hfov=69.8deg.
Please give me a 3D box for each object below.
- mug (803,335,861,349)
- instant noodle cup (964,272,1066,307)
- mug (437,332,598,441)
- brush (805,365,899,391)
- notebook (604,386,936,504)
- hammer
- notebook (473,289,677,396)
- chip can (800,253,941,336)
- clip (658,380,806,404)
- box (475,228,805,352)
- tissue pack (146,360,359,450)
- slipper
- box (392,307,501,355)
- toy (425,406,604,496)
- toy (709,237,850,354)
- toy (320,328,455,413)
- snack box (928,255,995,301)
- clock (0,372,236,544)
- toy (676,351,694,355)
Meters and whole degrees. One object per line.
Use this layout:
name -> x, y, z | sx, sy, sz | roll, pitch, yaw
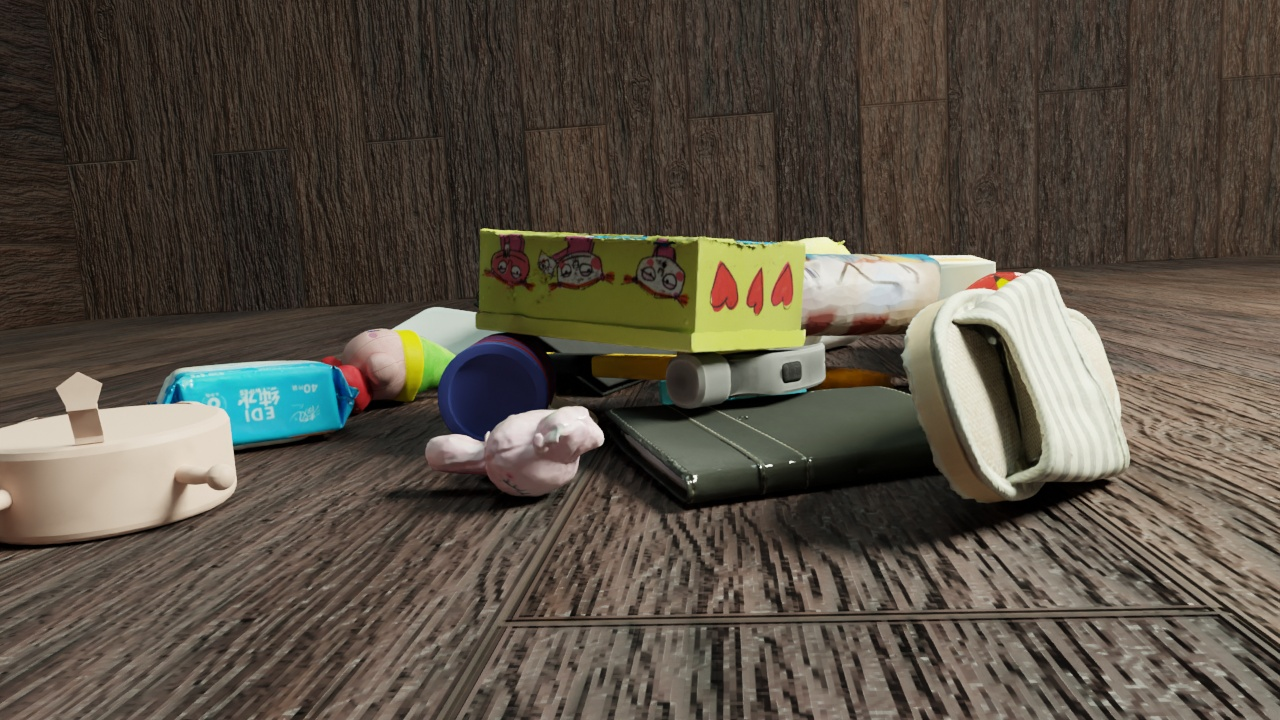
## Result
mug -> 0.206, -0.052, 1.063 | 0.082, 0.082, 0.105 | 3, 11, 42
instant noodle cup -> 0.264, -0.014, 0.721 | 0.100, 0.100, 0.112 | -4, -1, -5
mug -> -0.083, 0.028, 0.658 | 0.112, 0.075, 0.076 | 23, 7, -3
brush -> 0.163, 0.016, 0.797 | 0.048, 0.017, 0.126 | -7, 8, -26
notebook -> 0.096, 0.045, 0.565 | 0.208, 0.029, 0.169 | -2, 8, -16
hammer -> -0.004, 0.004, 0.726 | 0.169, 0.034, 0.325 | -6, 5, -42
notebook -> -0.049, -0.034, 0.954 | 0.169, 0.019, 0.231 | 34, 21, 17
chip can -> 0.150, -0.054, 0.766 | 0.229, 0.080, 0.080 | -3, 6, -25
clip -> 0.086, 0.019, 0.785 | 0.120, 0.033, 0.118 | 0, 11, 22
box -> -0.005, -0.051, 0.646 | 0.221, 0.079, 0.124 | 11, 11, 42
tissue pack -> -0.299, 0.034, 0.702 | 0.144, 0.061, 0.093 | -5, 5, -32
slipper -> 0.216, 0.011, 0.487 | 0.054, 0.114, 0.272 | -28, -12, 36
box -> -0.186, -0.017, 0.970 | 0.214, 0.063, 0.118 | 5, 41, 42
toy -> -0.068, 0.052, 0.513 | 0.110, 0.047, 0.063 | -9, -6, 42
toy -> 0.124, -0.051, 0.851 | 0.154, 0.171, 0.064 | 26, 25, -51
toy -> -0.225, 0.011, 0.861 | 0.131, 0.097, 0.124 | -28, 11, -25
snack box -> 0.309, -0.050, 0.905 | 0.057, 0.104, 0.207 | -2, 7, 14
clock -> -0.305, 0.050, 0.525 | 0.131, 0.086, 0.161 | -7, 2, -24
toy -> 0.065, -0.008, 0.946 | 0.055, 0.042, 0.101 | 20, 18, 3
